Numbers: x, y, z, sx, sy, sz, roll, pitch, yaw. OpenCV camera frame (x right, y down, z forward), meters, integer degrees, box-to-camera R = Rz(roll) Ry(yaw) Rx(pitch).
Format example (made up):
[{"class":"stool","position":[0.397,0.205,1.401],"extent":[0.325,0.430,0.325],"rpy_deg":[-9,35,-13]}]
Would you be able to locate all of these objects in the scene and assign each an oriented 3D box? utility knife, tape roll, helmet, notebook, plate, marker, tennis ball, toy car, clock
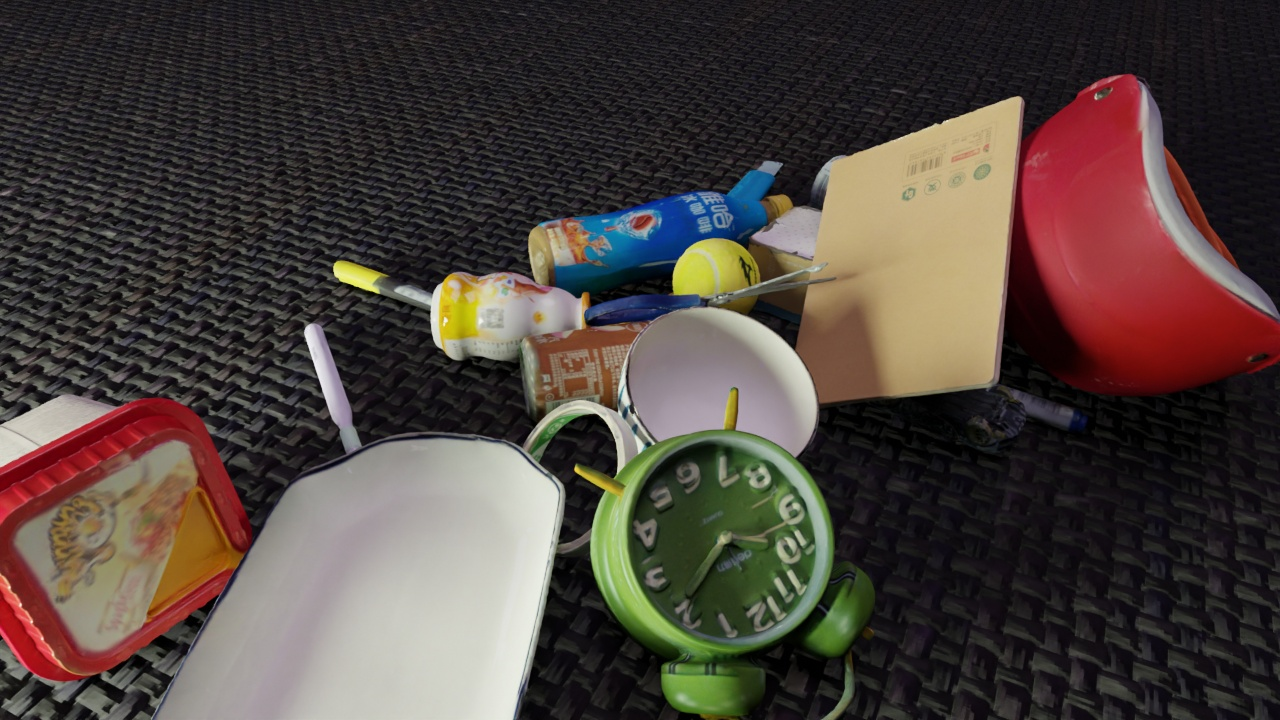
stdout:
[{"class":"utility knife","position":[0.099,-0.152,0.853],"extent":[0.034,0.018,0.187],"rpy_deg":[25,41,12]},{"class":"tape roll","position":[-0.037,0.065,0.508],"extent":[0.014,0.086,0.086],"rpy_deg":[25,14,-45]},{"class":"helmet","position":[0.313,-0.068,0.620],"extent":[0.239,0.144,0.207],"rpy_deg":[-13,74,-59]},{"class":"notebook","position":[0.171,-0.068,0.600],"extent":[0.148,0.008,0.207],"rpy_deg":[-12,55,46]},{"class":"plate","position":[-0.125,0.133,0.439],"extent":[0.162,0.034,0.265],"rpy_deg":[0,36,6]},{"class":"marker","position":[0.225,0.018,0.622],"extent":[0.146,0.017,0.016],"rpy_deg":[21,41,25]},{"class":"tennis ball","position":[0.056,-0.058,0.682],"extent":[0.065,0.066,0.065],"rpy_deg":[0,36,0]},{"class":"toy car","position":[0.194,0.027,0.596],"extent":[0.106,0.031,0.048],"rpy_deg":[25,42,28]},{"class":"clock","position":[0.044,0.103,0.440],"extent":[0.116,0.056,0.161],"rpy_deg":[-26,78,-17]},{"class":"marker","position":[-0.191,-0.054,0.721],"extent":[0.124,0.015,0.018],"rpy_deg":[20,41,20]}]

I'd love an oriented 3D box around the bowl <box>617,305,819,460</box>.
[{"class":"bowl","position":[0.040,0.033,0.544],"extent":[0.116,0.066,0.116],"rpy_deg":[8,55,-12]}]

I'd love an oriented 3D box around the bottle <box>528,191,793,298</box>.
[{"class":"bottle","position":[0.022,-0.097,0.735],"extent":[0.218,0.065,0.065],"rpy_deg":[-14,39,-18]}]

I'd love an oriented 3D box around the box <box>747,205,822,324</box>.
[{"class":"box","position":[0.161,-0.061,0.696],"extent":[0.184,0.061,0.089],"rpy_deg":[23,41,31]}]

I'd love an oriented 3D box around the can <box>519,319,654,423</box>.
[{"class":"can","position":[-0.004,0.004,0.604],"extent":[0.147,0.058,0.058],"rpy_deg":[-8,37,-11]}]

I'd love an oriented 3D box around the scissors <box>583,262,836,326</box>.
[{"class":"scissors","position":[0.043,-0.038,0.623],"extent":[0.163,0.161,0.012],"rpy_deg":[-5,78,-18]}]

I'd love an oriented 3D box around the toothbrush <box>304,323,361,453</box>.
[{"class":"toothbrush","position":[-0.204,0.026,0.607],"extent":[0.021,0.029,0.189],"rpy_deg":[27,16,-39]}]

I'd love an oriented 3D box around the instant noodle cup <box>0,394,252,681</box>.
[{"class":"instant noodle cup","position":[-0.284,0.077,0.466],"extent":[0.124,0.116,0.116],"rpy_deg":[15,38,37]}]

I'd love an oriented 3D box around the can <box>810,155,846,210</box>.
[{"class":"can","position":[0.216,-0.125,0.783],"extent":[0.058,0.058,0.147],"rpy_deg":[-25,43,-30]}]

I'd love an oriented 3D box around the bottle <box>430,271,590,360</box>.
[{"class":"bottle","position":[-0.090,-0.031,0.647],"extent":[0.108,0.063,0.063],"rpy_deg":[1,36,0]}]

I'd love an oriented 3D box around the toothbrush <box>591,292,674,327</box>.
[{"class":"toothbrush","position":[0.028,-0.050,0.716],"extent":[0.190,0.016,0.018],"rpy_deg":[-28,36,-32]}]
